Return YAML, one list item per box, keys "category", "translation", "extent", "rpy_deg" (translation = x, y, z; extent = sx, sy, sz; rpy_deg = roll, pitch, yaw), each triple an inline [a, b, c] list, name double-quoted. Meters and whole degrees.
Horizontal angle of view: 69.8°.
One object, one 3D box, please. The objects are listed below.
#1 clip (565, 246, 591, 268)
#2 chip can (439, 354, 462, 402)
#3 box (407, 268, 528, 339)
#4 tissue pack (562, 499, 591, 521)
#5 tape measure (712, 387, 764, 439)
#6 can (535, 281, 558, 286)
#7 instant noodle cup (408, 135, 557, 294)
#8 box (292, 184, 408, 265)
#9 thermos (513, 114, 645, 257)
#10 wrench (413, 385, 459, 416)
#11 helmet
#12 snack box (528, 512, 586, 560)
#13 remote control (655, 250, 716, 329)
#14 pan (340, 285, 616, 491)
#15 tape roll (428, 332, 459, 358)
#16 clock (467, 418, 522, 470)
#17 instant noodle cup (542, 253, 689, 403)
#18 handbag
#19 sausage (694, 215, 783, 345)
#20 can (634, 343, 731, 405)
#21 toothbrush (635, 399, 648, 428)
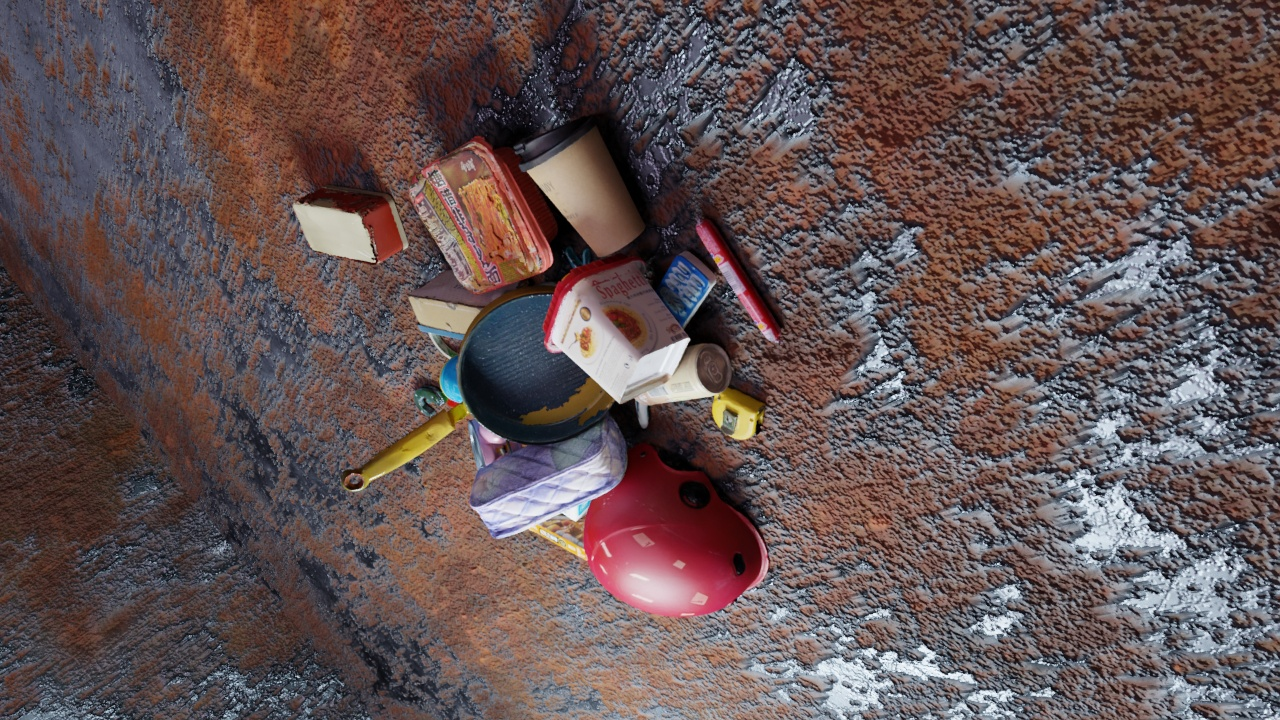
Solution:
- category: "clip"
  translation: [-0.068, -0.107, 1.068]
  extent: [0.033, 0.013, 0.054]
  rpy_deg: [11, 125, 40]
- category: "chip can"
  translation: [-0.200, 0.039, 1.226]
  extent: [0.210, 0.071, 0.071]
  rpy_deg: [14, 131, 57]
- category: "box"
  translation: [-0.222, -0.072, 1.189]
  extent: [0.185, 0.089, 0.060]
  rpy_deg: [11, 129, 42]
- category: "tissue pack"
  translation: [-0.104, 0.152, 1.273]
  extent: [0.090, 0.063, 0.140]
  rpy_deg: [30, 138, 22]
- category: "tape measure"
  translation: [0.106, 0.062, 1.022]
  extent: [0.060, 0.028, 0.057]
  rpy_deg: [27, 137, 27]
- category: "can"
  translation: [-0.103, -0.022, 1.136]
  extent: [0.058, 0.057, 0.147]
  rpy_deg: [17, 131, 35]
- category: "instant noodle cup"
  translation: [-0.173, -0.172, 1.067]
  extent: [0.189, 0.078, 0.164]
  rpy_deg: [-10, 113, 49]
- category: "box"
  translation: [-0.417, -0.191, 1.293]
  extent: [0.168, 0.075, 0.091]
  rpy_deg: [14, 130, 36]
- category: "thermos"
  translation: [-0.058, -0.181, 0.944]
  extent: [0.093, 0.092, 0.143]
  rpy_deg: [-10, 120, 48]
- category: "wrench"
  translation: [-0.269, 0.067, 1.403]
  extent: [0.274, 0.016, 0.056]
  rpy_deg: [1, 124, 44]
- category: "helmet"
  translation: [0.026, 0.241, 1.159]
  extent: [0.240, 0.143, 0.207]
  rpy_deg: [29, 135, 24]
- category: "snack box"
  translation: [-0.094, 0.236, 1.321]
  extent: [0.154, 0.075, 0.026]
  rpy_deg: [20, 134, 33]
- category: "remote control"
  translation: [0.040, -0.065, 0.988]
  extent: [0.049, 0.024, 0.125]
  rpy_deg: [44, 140, 9]
- category: "pan"
  translation: [-0.184, 0.049, 1.065]
  extent: [0.198, 0.357, 0.078]
  rpy_deg: [64, 180, -28]
- category: "tape roll"
  translation: [-0.277, -0.038, 1.328]
  extent: [0.086, 0.013, 0.086]
  rpy_deg: [25, 135, 28]
- category: "clock"
  translation: [-0.198, 0.129, 1.290]
  extent: [0.159, 0.059, 0.117]
  rpy_deg: [135, 119, -71]
- category: "instant noodle cup"
  translation: [-0.023, -0.031, 0.968]
  extent: [0.124, 0.116, 0.117]
  rpy_deg: [47, 138, 22]
- category: "handbag"
  translation: [-0.113, 0.144, 1.148]
  extent: [0.194, 0.134, 0.075]
  rpy_deg: [-24, 112, 9]
- category: "sausage"
  translation: [0.099, -0.080, 0.922]
  extent: [0.020, 0.020, 0.156]
  rpy_deg: [-25, 102, 51]
- category: "can"
  translation: [0.042, 0.016, 1.024]
  extent: [0.117, 0.058, 0.058]
  rpy_deg: [-12, 111, 48]
- category: "toothbrush"
  translation: [-0.007, 0.006, 1.096]
  extent: [0.016, 0.018, 0.192]
  rpy_deg: [19, 131, 34]
